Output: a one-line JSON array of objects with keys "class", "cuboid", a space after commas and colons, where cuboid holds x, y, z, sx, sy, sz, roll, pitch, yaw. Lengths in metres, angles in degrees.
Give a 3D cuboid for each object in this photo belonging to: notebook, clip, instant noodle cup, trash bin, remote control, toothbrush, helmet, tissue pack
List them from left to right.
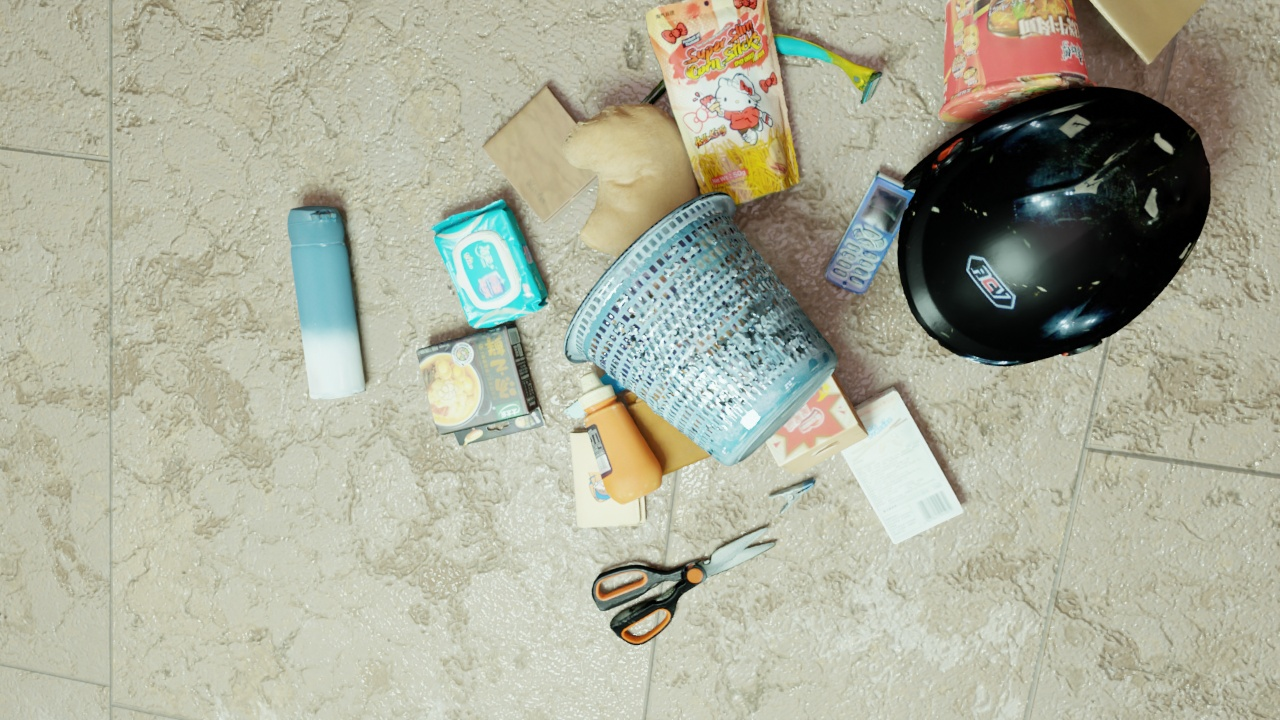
[{"class": "tissue pack", "cuboid": [-0.168, -0.106, 1.024, 0.093, 0.050, 0.133, -21, 96, 13]}, {"class": "toothbrush", "cuboid": [0.004, -0.278, 0.986, 0.186, 0.012, 0.017, -44, 80, 14]}, {"class": "trash bin", "cuboid": [0.071, -0.014, 0.887, 0.195, 0.226, 0.227, 46, 104, 13]}, {"class": "clip", "cuboid": [0.173, 0.149, 1.034, 0.056, 0.024, 0.026, -37, 90, 19]}, {"class": "remote control", "cuboid": [0.242, -0.133, 0.969, 0.049, 0.024, 0.125, 27, 104, 3]}, {"class": "instant noodle cup", "cuboid": [0.350, -0.296, 0.874, 0.138, 0.137, 0.108, -6, 90, 10]}, {"class": "helmet", "cuboid": [0.373, -0.123, 0.848, 0.274, 0.231, 0.233, -39, 93, -26]}, {"class": "notebook", "cuboid": [0.439, -0.390, 0.857, 0.207, 0.008, 0.147, 48, 67, -2]}]

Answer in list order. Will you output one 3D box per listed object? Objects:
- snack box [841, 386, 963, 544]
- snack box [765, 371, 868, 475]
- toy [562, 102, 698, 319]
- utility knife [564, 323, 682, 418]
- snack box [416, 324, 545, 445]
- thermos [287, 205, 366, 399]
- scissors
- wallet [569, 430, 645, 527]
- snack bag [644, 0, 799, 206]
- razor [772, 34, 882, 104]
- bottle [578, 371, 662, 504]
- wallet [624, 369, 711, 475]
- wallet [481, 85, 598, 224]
[{"class": "snack box", "cuboid": [0.279, 0.116, 1.008, 0.085, 0.026, 0.157, -29, 95, 13]}, {"class": "snack box", "cuboid": [0.174, 0.056, 0.971, 0.093, 0.077, 0.094, -30, 67, 13]}, {"class": "toy", "cuboid": [0.001, -0.155, 0.966, 0.143, 0.082, 0.226, -13, 103, -12]}, {"class": "utility knife", "cuboid": [-0.006, 0.006, 1.036, 0.203, 0.018, 0.034, -36, 89, 14]}, {"class": "snack box", "cuboid": [-0.183, 0.032, 1.056, 0.113, 0.053, 0.125, -14, 93, 11]}, {"class": "thermos", "cuboid": [-0.362, -0.067, 1.057, 0.070, 0.070, 0.220, -3, 99, 9]}, {"class": "scissors", "cuboid": [0.058, 0.265, 1.077, 0.234, 0.021, 0.161, -5, 106, 6]}, {"class": "wallet", "cuboid": [-0.035, 0.137, 1.063, 0.087, 0.024, 0.115, -3, 97, 6]}, {"class": "snack bag", "cuboid": [0.091, -0.265, 0.934, 0.128, 0.073, 0.208, -18, 103, -8]}, {"class": "razor", "cuboid": [0.183, -0.309, 0.944, 0.132, 0.043, 0.028, 25, 76, 8]}, {"class": "bottle", "cuboid": [-0.030, 0.082, 1.017, 0.067, 0.066, 0.149, -26, 84, 12]}, {"class": "wallet", "cuboid": [0.059, 0.060, 1.030, 0.132, 0.031, 0.108, -24, 99, 12]}, {"class": "wallet", "cuboid": [-0.103, -0.224, 1.003, 0.101, 0.020, 0.115, -40, 85, 14]}]
